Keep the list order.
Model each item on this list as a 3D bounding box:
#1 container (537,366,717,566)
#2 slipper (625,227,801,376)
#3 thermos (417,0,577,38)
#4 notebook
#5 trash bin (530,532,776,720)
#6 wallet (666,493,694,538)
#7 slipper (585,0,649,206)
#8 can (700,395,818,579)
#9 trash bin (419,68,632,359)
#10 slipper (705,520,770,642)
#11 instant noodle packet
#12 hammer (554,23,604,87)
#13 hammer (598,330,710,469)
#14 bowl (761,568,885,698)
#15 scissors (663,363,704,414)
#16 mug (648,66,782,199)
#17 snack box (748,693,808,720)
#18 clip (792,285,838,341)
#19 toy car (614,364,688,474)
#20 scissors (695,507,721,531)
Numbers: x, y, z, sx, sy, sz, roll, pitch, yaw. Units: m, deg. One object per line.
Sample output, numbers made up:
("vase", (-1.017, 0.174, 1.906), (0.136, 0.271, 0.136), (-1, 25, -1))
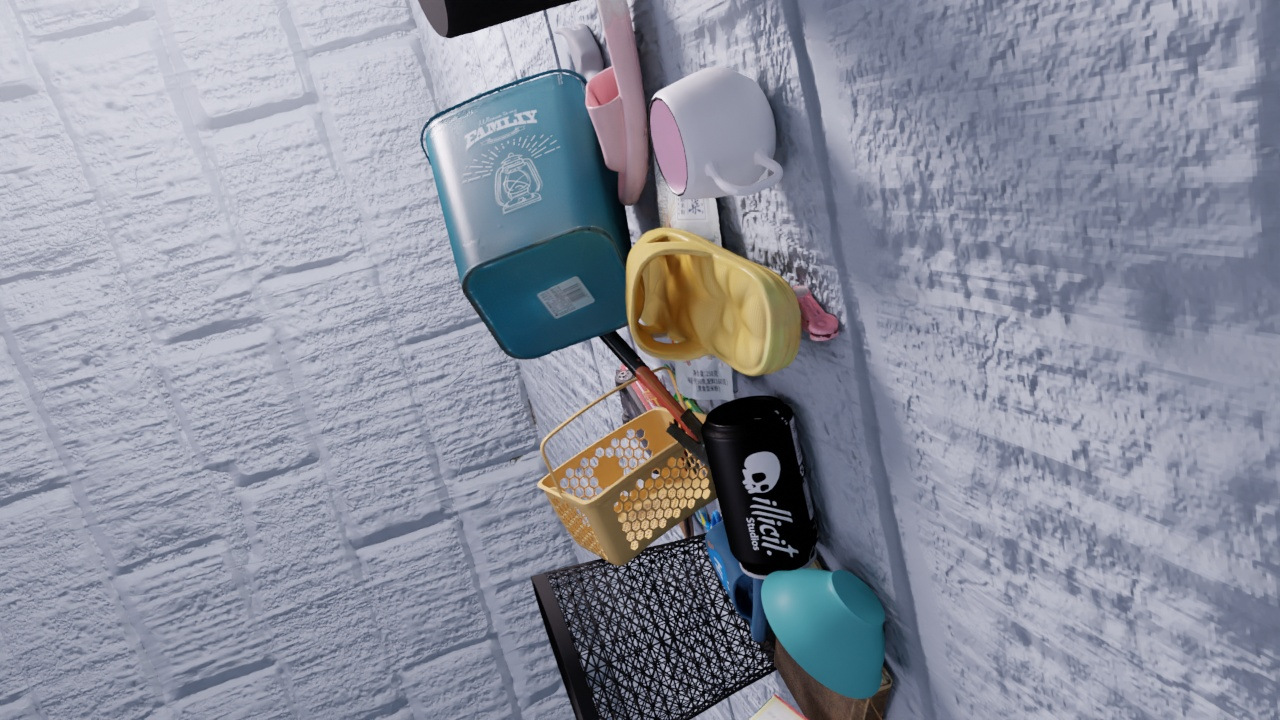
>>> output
("container", (-0.015, 0.111, 1.026), (0.129, 0.183, 0.167), (12, 128, 56))
("slipper", (0.032, -0.051, 0.757), (0.263, 0.078, 0.099), (-149, 57, -60))
("thermos", (-0.036, -0.273, 0.579), (0.106, 0.218, 0.106), (55, 161, 30))
("notebook", (0.183, 0.305, 0.854), (0.216, 0.034, 0.190), (84, 162, -45))
("trash bin", (0.028, 0.305, 1.033), (0.217, 0.243, 0.217), (161, 90, -78))
("wallet", (0.046, 0.170, 1.246), (0.098, 0.027, 0.121), (-117, 14, -54))
("slipper", (-0.025, -0.257, 0.872), (0.106, 0.056, 0.222), (-96, -1, -57))
("can", (0.106, 0.110, 0.804), (0.080, 0.080, 0.146), (-145, 39, -70))
("trash bin", (-0.104, -0.141, 0.950), (0.199, 0.197, 0.218), (63, -171, -51))
("slipper", (0.098, 0.196, 0.945), (0.213, 0.059, 0.104), (-101, 2, -53))
("instant noodle packet", (0.043, -0.101, 0.852), (0.147, 0.057, 0.269), (-148, 47, -69))
("hammer", (-0.073, -0.285, 1.129), (0.311, 0.029, 0.125), (104, 145, -68))
("hammer", (-0.006, 0.006, 0.969), (0.333, 0.033, 0.133), (47, -175, 34))
("bowl", (0.159, 0.203, 0.732), (0.046, 0.121, 0.121), (-53, 44, 25))
("scissors", (0.050, 0.030, 1.083), (0.129, 0.012, 0.117), (-125, 22, -49))
("mug", (0.060, -0.151, 0.643), (0.123, 0.076, 0.090), (-121, 18, -44))
("snack box", (0.181, 0.407, 0.866), (0.143, 0.040, 0.145), (22, 142, 51))
("clip", (0.124, -0.028, 0.672), (0.050, 0.023, 0.058), (83, 165, -57))
("toy car", (0.012, 0.077, 1.207), (0.189, 0.056, 0.082), (-128, 25, -53))
("scissors", (0.090, 0.217, 1.175), (0.126, 0.013, 0.129), (88, 163, -53))
